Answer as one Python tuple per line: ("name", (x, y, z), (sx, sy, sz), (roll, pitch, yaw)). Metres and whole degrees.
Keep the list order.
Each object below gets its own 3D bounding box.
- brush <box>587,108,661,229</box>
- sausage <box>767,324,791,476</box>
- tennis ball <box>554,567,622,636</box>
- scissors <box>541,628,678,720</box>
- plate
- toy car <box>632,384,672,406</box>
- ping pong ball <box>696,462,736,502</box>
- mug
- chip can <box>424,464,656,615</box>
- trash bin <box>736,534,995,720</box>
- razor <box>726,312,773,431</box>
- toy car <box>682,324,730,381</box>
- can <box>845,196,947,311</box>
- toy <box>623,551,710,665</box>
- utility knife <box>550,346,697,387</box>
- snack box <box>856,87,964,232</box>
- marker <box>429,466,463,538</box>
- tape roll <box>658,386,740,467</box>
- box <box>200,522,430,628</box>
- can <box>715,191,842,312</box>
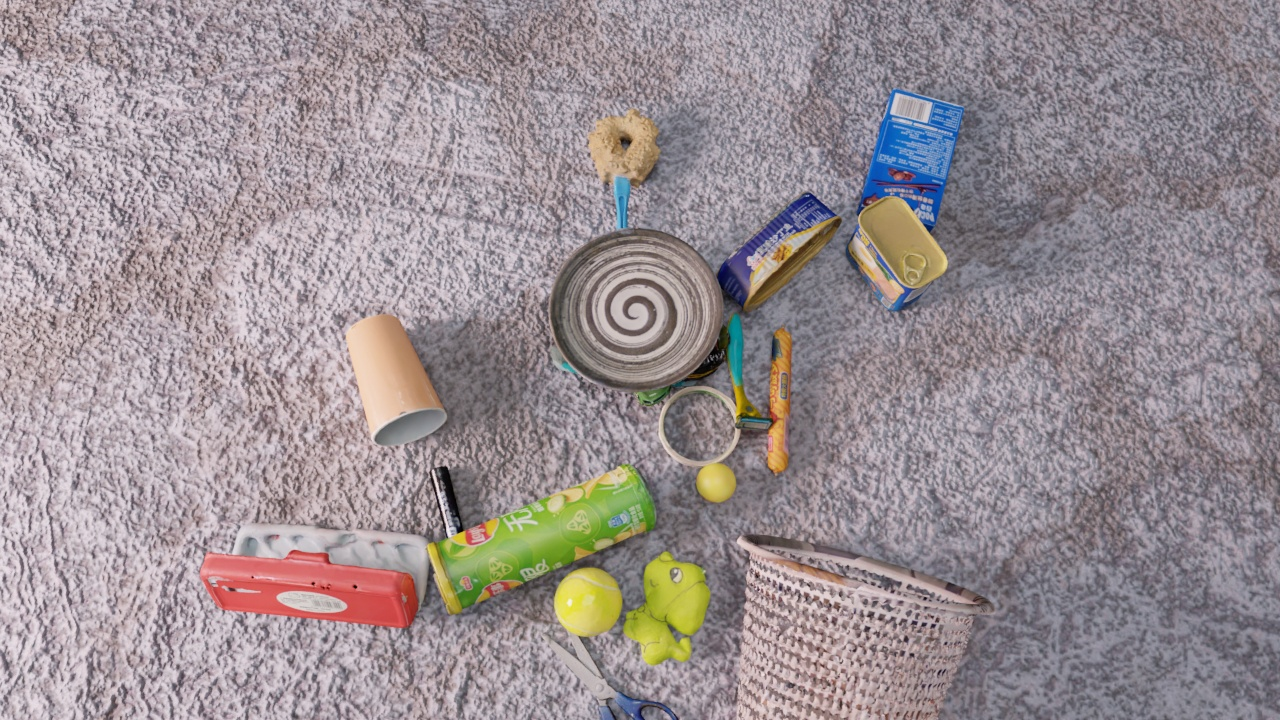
("brush", (-0.018, -0.161, 1.019), (0.083, 0.046, 0.254), (1, 78, -4))
("sausage", (0.147, 0.041, 0.964), (0.021, 0.021, 0.165), (4, 74, 1))
("tennis ball", (-0.050, 0.234, 0.887), (0.065, 0.065, 0.065), (0, 74, 0))
("scissors", (-0.025, 0.321, 0.890), (0.141, 0.012, 0.170), (-8, 73, 0))
("plate", (-0.005, -0.052, 0.940), (0.179, 0.024, 0.179), (-1, 74, 2))
("toy car", (-0.006, 0.006, 0.956), (0.043, 0.036, 0.091), (-40, 83, -16))
("ping pong ball", (0.077, 0.124, 0.931), (0.040, 0.040, 0.040), (0, 74, 0))
("mug", (-0.258, 0.018, 0.950), (0.078, 0.078, 0.122), (-23, 69, -6))
("chip can", (-0.092, 0.170, 0.890), (0.221, 0.073, 0.072), (-21, 75, -14))
("trash bin", (0.177, 0.275, 0.811), (0.227, 0.227, 0.192), (13, 87, 4))
("razor", (0.107, 0.011, 0.967), (0.043, 0.028, 0.132), (5, 63, -26))
("toy car", (0.043, -0.055, 0.979), (0.071, 0.041, 0.155), (-15, 74, -17))
("can", (0.268, -0.111, 0.975), (0.057, 0.083, 0.102), (-30, 76, -8))
("toy", (0.029, 0.244, 0.902), (0.100, 0.031, 0.096), (-37, 77, -5))
("utility knife", (-0.017, 0.007, 0.979), (0.164, 0.013, 0.029), (8, 75, 2))
("snack box", (0.306, -0.226, 1.037), (0.084, 0.026, 0.157), (17, 75, 5))
("marker", (-0.189, 0.171, 0.929), (0.020, 0.022, 0.132), (-14, 73, -15))
("tape roll", (0.062, 0.069, 0.961), (0.086, 0.014, 0.085), (0, 74, 0))
("box", (-0.311, 0.201, 0.903), (0.201, 0.095, 0.098), (4, 44, 3))
("can", (0.148, -0.117, 0.983), (0.148, 0.075, 0.049), (-42, 74, -11))
